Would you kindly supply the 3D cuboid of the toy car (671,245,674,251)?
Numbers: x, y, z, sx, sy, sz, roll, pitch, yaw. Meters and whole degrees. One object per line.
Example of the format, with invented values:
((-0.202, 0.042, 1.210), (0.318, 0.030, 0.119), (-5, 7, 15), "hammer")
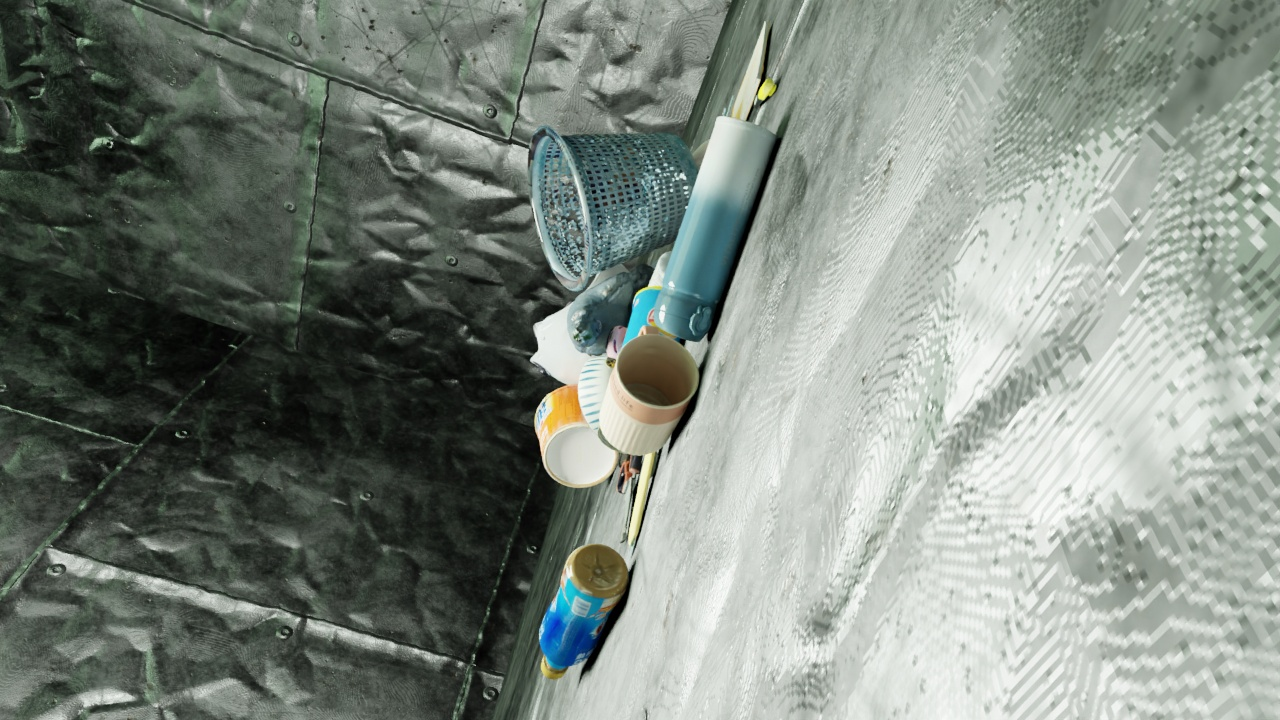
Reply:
((0.072, -0.210, 1.445), (0.049, 0.031, 0.106), (117, 163, -52), "toy car")

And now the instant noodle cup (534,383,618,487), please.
((-0.099, 0.128, 1.494), (0.111, 0.151, 0.152), (-100, 27, -64), "instant noodle cup")

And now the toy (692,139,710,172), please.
((0.079, -0.259, 1.371), (0.160, 0.054, 0.121), (-42, 29, 60), "toy")

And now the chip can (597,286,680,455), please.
((0.005, 0.009, 1.110), (0.071, 0.071, 0.209), (114, 173, -53), "chip can")

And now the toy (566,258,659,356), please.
((-0.037, -0.071, 1.291), (0.138, 0.091, 0.355), (-40, 1, 30), "toy")

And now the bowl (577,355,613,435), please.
((-0.026, 0.046, 1.252), (0.066, 0.116, 0.116), (-14, 43, 31), "bowl")

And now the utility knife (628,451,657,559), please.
((0.003, 0.133, 0.985), (0.031, 0.018, 0.162), (107, -179, -61), "utility knife")

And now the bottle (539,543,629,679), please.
((-0.069, 0.276, 0.971), (0.065, 0.065, 0.219), (-76, 5, -46), "bottle")

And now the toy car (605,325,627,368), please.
((-0.007, 0.007, 1.193), (0.122, 0.037, 0.056), (57, -142, -37), "toy car")

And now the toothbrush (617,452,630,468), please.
((-0.006, 0.067, 1.330), (0.027, 0.026, 0.212), (-21, 39, 33), "toothbrush")

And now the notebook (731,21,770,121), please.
((0.151, -0.381, 1.311), (0.205, 0.010, 0.146), (-76, 5, -48), "notebook")

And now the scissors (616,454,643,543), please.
((-0.016, 0.160, 1.130), (0.194, 0.015, 0.206), (119, 169, -62), "scissors")

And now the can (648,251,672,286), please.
((0.032, -0.076, 1.216), (0.147, 0.058, 0.058), (113, 174, -49), "can")

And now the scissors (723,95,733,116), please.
((0.126, -0.352, 1.446), (0.135, 0.017, 0.134), (-79, 5, -56), "scissors")

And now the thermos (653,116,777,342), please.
((0.072, -0.128, 0.915), (0.070, 0.070, 0.220), (-110, 38, -83), "thermos")

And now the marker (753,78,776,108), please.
((0.147, -0.317, 1.095), (0.124, 0.015, 0.018), (-83, 13, -84), "marker")

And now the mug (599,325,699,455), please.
((0.005, 0.024, 0.926), (0.106, 0.081, 0.114), (111, 160, -55), "mug")

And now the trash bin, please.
((-0.029, -0.227, 1.281), (0.227, 0.194, 0.226), (165, 90, -70), "trash bin")

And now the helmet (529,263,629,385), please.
((-0.061, -0.038, 1.560), (0.228, 0.146, 0.259), (-45, -14, -20), "helmet")
